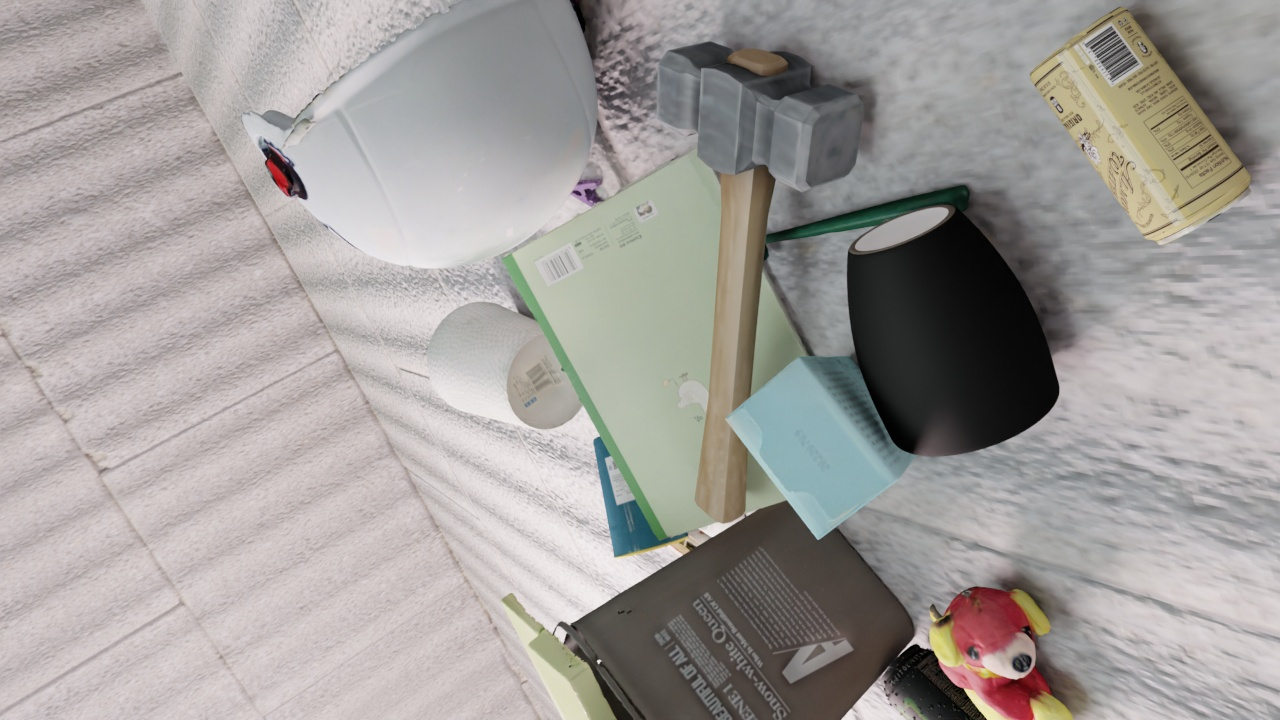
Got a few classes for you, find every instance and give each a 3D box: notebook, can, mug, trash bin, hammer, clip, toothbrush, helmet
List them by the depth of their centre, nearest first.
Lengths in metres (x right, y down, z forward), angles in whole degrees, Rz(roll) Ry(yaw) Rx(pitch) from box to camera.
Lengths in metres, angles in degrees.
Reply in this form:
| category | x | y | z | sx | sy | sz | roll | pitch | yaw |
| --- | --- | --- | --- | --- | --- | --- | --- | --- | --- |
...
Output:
| category | x | y | z | sx | sy | sz | roll | pitch | yaw |
| --- | --- | --- | --- | --- | --- | --- | --- | --- | --- |
| can | 0.182 | -0.084 | 0.334 | 0.079 | 0.038 | 0.038 | 56 | 158 | 4 |
| mug | 0.142 | -0.023 | 0.455 | 0.118 | 0.085 | 0.100 | -93 | -22 | -73 |
| toothbrush | 0.109 | -0.073 | 0.519 | 0.190 | 0.016 | 0.017 | -3 | 114 | 63 |
| hammer | 0.059 | -0.026 | 0.568 | 0.117 | 0.051 | 0.323 | 37 | 139 | 40 |
| helmet | -0.127 | -0.151 | 0.640 | 0.164 | 0.236 | 0.264 | 59 | 164 | -16 |
| can | 0.236 | 0.265 | 0.650 | 0.138 | 0.053 | 0.054 | 42 | 153 | 34 |
| notebook | 0.026 | 0.000 | 0.659 | 0.182 | 0.010 | 0.252 | -24 | 99 | 29 |
| trash bin | 0.074 | 0.239 | 0.733 | 0.197 | 0.219 | 0.198 | 51 | 156 | 18 |
| clip | -0.042 | -0.136 | 0.763 | 0.046 | 0.014 | 0.050 | 58 | 155 | -8 |
| mug | -0.005 | 0.130 | 0.923 | 0.078 | 0.078 | 0.121 | 146 | 110 | -68 |
| trash bin | -0.141 | 0.009 | 1.012 | 0.161 | 0.133 | 0.133 | 15 | 133 | 52 |

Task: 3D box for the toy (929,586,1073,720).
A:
| category | x | y | z | sx | sy | sz | roll | pitch | yaw |
| --- | --- | --- | --- | --- | --- | --- | --- | --- | --- |
| toy | 0.224 | 0.189 | 0.583 | 0.105 | 0.067 | 0.137 | 34 | 160 | 49 |

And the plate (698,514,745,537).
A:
| category | x | y | z | sx | sy | sz | roll | pitch | yaw |
| --- | --- | --- | --- | --- | --- | --- | --- | --- | --- |
| plate | 0.058 | 0.136 | 0.887 | 0.104 | 0.026 | 0.104 | 46 | 155 | 29 |

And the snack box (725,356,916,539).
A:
| category | x | y | z | sx | sy | sz | roll | pitch | yaw |
| --- | --- | --- | --- | --- | --- | --- | --- | --- | --- |
| snack box | 0.108 | 0.040 | 0.509 | 0.075 | 0.053 | 0.174 | 54 | -164 | 12 |

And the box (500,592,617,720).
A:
| category | x | y | z | sx | sy | sz | roll | pitch | yaw |
| --- | --- | --- | --- | --- | --- | --- | --- | --- | --- |
| box | -0.044 | 0.277 | 0.708 | 0.137 | 0.024 | 0.187 | 25 | 141 | 57 |

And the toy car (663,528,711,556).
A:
| category | x | y | z | sx | sy | sz | roll | pitch | yaw |
| --- | --- | --- | --- | --- | --- | --- | --- | --- | --- |
| toy car | 0.060 | 0.189 | 0.943 | 0.113 | 0.039 | 0.039 | 27 | 121 | 53 |
